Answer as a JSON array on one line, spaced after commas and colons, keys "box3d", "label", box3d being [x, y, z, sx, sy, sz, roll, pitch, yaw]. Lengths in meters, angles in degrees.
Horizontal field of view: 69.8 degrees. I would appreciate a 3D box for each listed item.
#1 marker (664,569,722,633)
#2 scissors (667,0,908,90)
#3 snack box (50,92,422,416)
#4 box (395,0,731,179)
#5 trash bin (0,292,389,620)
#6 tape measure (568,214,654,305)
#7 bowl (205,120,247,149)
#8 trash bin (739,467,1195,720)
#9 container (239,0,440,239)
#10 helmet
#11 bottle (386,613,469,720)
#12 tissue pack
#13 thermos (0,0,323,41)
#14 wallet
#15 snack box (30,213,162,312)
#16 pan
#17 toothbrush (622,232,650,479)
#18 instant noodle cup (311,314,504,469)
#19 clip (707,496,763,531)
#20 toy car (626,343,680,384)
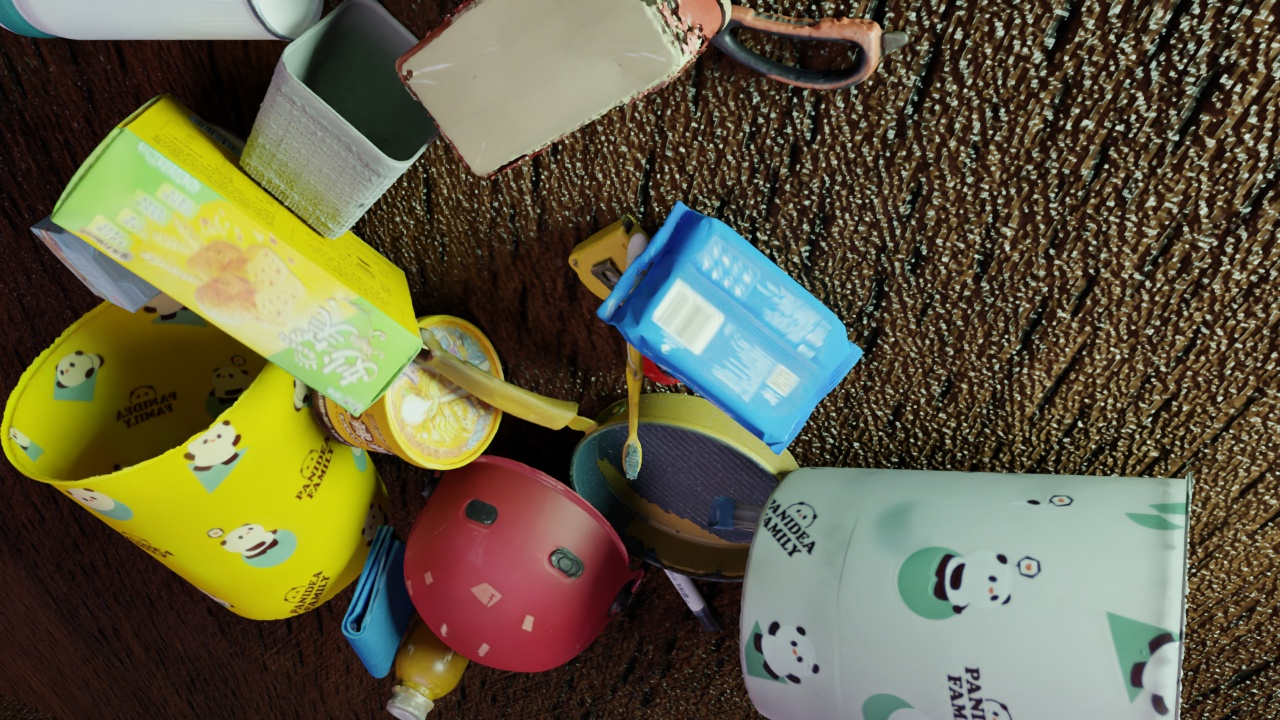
[{"box3d": [0.046, 0.217, 0.877, 0.023, 0.018, 0.131, -12, 127, 24], "label": "marker"}, {"box3d": [0.030, -0.196, 0.475, 0.189, 0.015, 0.227, 42, 137, -17], "label": "scissors"}, {"box3d": [-0.251, -0.072, 0.604, 0.070, 0.157, 0.210, -47, 119, 5], "label": "snack box"}, {"box3d": [-0.047, -0.161, 0.479, 0.169, 0.080, 0.091, -16, 121, 42], "label": "box"}, {"box3d": [-0.356, 0.083, 0.800, 0.230, 0.229, 0.255, 6, 140, 21], "label": "trash bin"}, {"box3d": [-0.015, -0.063, 0.618, 0.060, 0.028, 0.057, -23, 120, 40], "label": "tape measure"}, {"box3d": [-0.331, -0.117, 0.694, 0.113, 0.062, 0.114, 14, 138, 13], "label": "bowl"}, {"box3d": [0.217, 0.176, 0.610, 0.252, 0.228, 0.230, 3, 133, 31], "label": "trash bin"}, {"box3d": [-0.184, -0.146, 0.576, 0.090, 0.090, 0.115, 42, 139, -16], "label": "container"}, {"box3d": [-0.116, 0.188, 0.795, 0.207, 0.143, 0.240, 29, 156, 2], "label": "helmet"}, {"box3d": [-0.188, 0.262, 0.907, 0.068, 0.189, 0.068, 14, 139, 13], "label": "bottle"}, {"box3d": [0.058, -0.019, 0.581, 0.157, 0.095, 0.052, 37, 177, -11], "label": "tissue pack"}, {"box3d": [-0.307, -0.231, 0.562, 0.224, 0.073, 0.073, 7, 135, 18], "label": "thermos"}, {"box3d": [-0.237, 0.222, 0.843, 0.040, 0.106, 0.133, 12, 147, 2], "label": "wallet"}, {"box3d": [-0.428, -0.088, 0.733, 0.175, 0.051, 0.074, 13, 141, 50], "label": "snack box"}, {"box3d": [-0.025, 0.070, 0.718, 0.357, 0.078, 0.198, 40, 136, -15], "label": "pan"}, {"box3d": [-0.004, 0.004, 0.624, 0.016, 0.018, 0.192, 0, 120, -3], "label": "toothbrush"}, {"box3d": [-0.190, 0.025, 0.733, 0.115, 0.118, 0.118, -1, 132, 37], "label": "instant noodle cup"}, {"box3d": [0.080, 0.117, 0.684, 0.058, 0.027, 0.045, 10, 161, -10], "label": "clip"}, {"box3d": [0.038, -0.004, 0.650, 0.106, 0.031, 0.049, -2, 130, 30], "label": "toy car"}]
